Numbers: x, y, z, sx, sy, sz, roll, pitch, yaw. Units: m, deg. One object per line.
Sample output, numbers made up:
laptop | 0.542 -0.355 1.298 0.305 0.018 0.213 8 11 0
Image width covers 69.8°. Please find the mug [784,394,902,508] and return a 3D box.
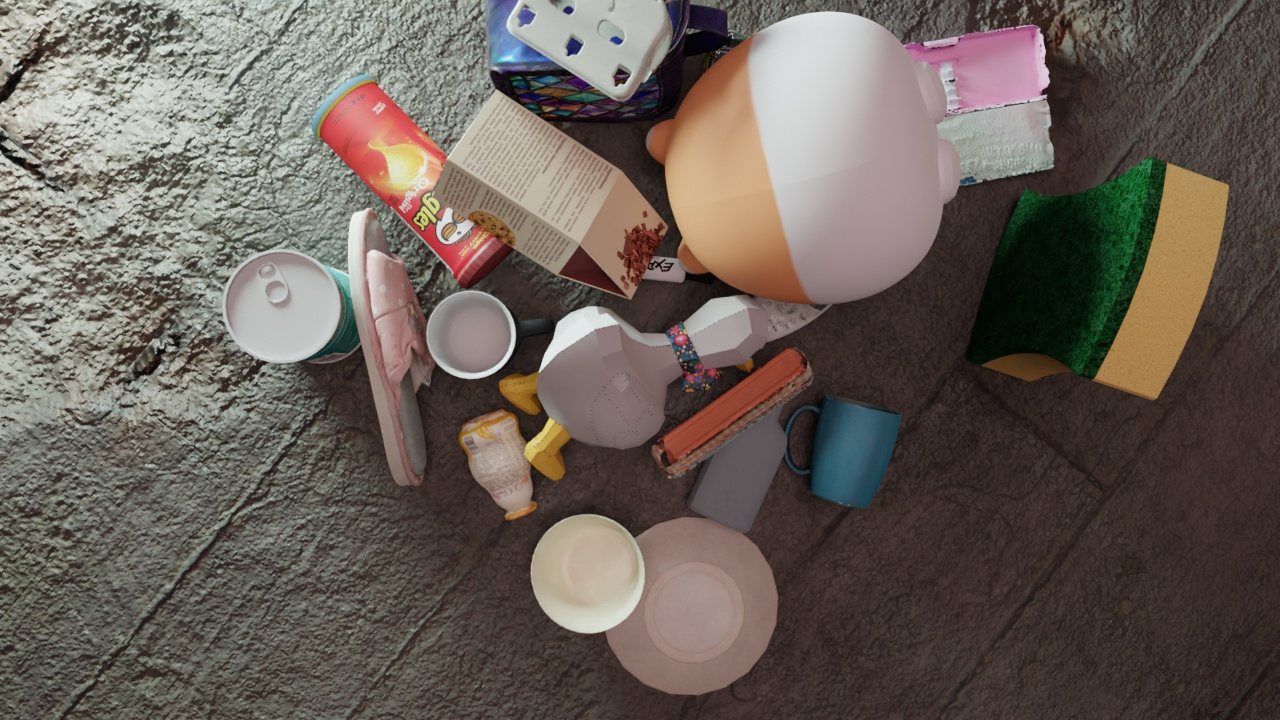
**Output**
mug | 0.205 0.092 0.960 0.112 0.084 0.104 14 95 23

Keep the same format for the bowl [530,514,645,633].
bowl | -0.047 0.212 0.927 0.115 0.062 0.115 -1 84 10

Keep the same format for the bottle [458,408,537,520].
bottle | -0.140 0.106 0.929 0.063 0.063 0.108 -21 93 -5

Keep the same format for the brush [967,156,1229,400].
brush | 0.429 -0.075 0.889 0.075 0.250 0.195 18 92 -6

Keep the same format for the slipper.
slipper | -0.234 -0.012 0.897 0.054 0.114 0.274 -8 97 -2

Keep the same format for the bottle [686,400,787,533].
bottle | 0.112 0.093 0.960 0.072 0.046 0.161 25 88 -5

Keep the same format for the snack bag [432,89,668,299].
snack bag | -0.077 -0.148 0.869 0.206 0.070 0.094 32 61 -10

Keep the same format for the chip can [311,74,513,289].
chip can | -0.218 -0.175 0.909 0.087 0.087 0.213 -45 93 -4

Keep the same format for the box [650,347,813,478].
box | 0.091 0.051 0.924 0.187 0.053 0.058 -37 93 2

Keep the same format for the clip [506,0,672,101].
clip | -0.023 -0.300 0.751 0.125 0.081 0.147 33 92 4

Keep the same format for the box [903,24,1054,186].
box | 0.331 -0.265 0.988 0.230 0.035 0.159 -11 91 -6

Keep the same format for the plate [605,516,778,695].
plate | 0.054 0.261 0.964 0.188 0.027 0.188 0 90 -6

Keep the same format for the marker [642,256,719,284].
marker | 0.021 -0.096 0.962 0.126 0.025 0.025 5 89 -6

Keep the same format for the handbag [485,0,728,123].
handbag | -0.028 -0.310 0.874 0.222 0.205 0.125 -2 90 1

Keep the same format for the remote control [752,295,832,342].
remote control | 0.162 -0.065 0.974 0.114 0.028 0.060 -34 93 -5

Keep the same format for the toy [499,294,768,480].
toy | -0.006 0.006 0.886 0.268 0.246 0.140 -28 70 12

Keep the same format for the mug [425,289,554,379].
mug | -0.146 -0.027 0.911 0.121 0.094 0.085 -9 91 -6

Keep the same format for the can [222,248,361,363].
can | -0.319 -0.047 0.869 0.099 0.144 0.099 0 90 -6

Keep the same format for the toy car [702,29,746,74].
toy car | 0.086 -0.294 0.966 0.049 0.030 0.107 12 91 -4

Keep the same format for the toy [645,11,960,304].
toy | 0.150 -0.182 0.868 0.281 0.265 0.263 -11 104 24
